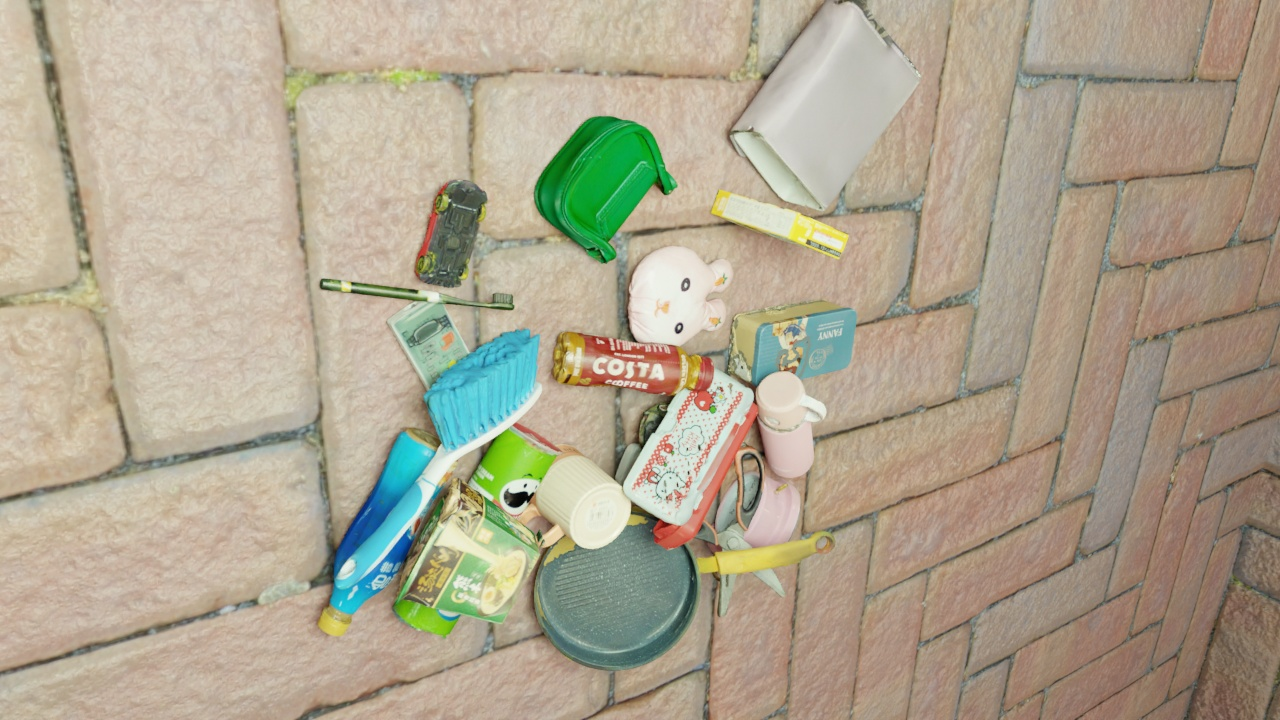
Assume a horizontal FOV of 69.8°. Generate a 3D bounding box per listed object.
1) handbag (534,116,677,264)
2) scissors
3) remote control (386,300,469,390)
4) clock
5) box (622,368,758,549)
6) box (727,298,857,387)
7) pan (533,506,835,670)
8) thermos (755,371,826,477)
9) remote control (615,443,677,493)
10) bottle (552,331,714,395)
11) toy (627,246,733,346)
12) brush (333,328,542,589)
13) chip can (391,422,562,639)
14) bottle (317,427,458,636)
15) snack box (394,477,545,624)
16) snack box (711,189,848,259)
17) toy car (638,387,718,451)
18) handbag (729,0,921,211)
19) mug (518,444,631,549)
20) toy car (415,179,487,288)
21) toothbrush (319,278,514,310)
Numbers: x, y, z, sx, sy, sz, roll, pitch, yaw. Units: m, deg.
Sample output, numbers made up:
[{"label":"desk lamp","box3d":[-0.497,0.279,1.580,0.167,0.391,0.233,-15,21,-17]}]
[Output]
[{"label":"handbag","box3d":[-0.032,-0.176,0.940,0.131,0.068,0.120,-53,130,-6]},{"label":"scissors","box3d":[0.110,0.206,1.133,0.222,0.015,0.189,40,89,-6]},{"label":"remote control","box3d":[-0.200,0.000,0.923,0.056,0.019,0.135,-36,125,-20]},{"label":"clock","box3d":[0.140,0.218,1.199,0.060,0.117,0.158,29,92,-19]},{"label":"box","box3d":[0.052,0.103,1.045,0.101,0.095,0.200,37,57,-7]},{"label":"box","box3d":[0.199,-0.025,1.175,0.184,0.062,0.090,-13,116,-30]},{"label":"pan","box3d":[0.051,0.251,1.084,0.357,0.078,0.198,-15,101,-7]},{"label":"thermos","box3d":[0.192,0.084,1.154,0.067,0.087,0.199,-64,158,-23]},{"label":"remote control","box3d":[0.028,0.138,1.144,0.135,0.020,0.056,15,100,-39]},{"label":"bottle","box3d":[-0.006,0.006,1.009,0.174,0.057,0.057,7,105,-18]},{"label":"toy","box3d":[0.050,-0.074,1.055,0.159,0.054,0.121,-10,115,-41]},{"label":"brush","box3d":[-0.184,0.078,0.863,0.313,0.061,0.109,-42,132,-51]},{"label":"chip can","box3d":[-0.175,0.179,0.982,0.072,0.072,0.236,32,89,-40]},{"label":"bottle","box3d":[-0.261,0.175,0.923,0.065,0.065,0.218,29,91,-40]},{"label":"snack box","box3d":[-0.164,0.194,0.896,0.105,0.118,0.117,29,90,-11]},{"label":"snack box","box3d":[0.155,-0.154,1.037,0.086,0.140,0.034,14,98,-38]},{"label":"toy car","box3d":[0.058,0.076,1.124,0.157,0.042,0.070,-14,113,-43]},{"label":"handbag","box3d":[0.205,-0.292,1.044,0.197,0.098,0.145,-54,131,-4]},{"label":"mug","box3d":[-0.082,0.160,1.018,0.114,0.106,0.082,-39,126,-18]},{"label":"toy car","box3d":[-0.181,-0.122,0.878,0.049,0.031,0.106,7,111,-39]},{"label":"toothbrush","box3d":[-0.209,-0.065,0.876,0.185,0.012,0.017,5,79,-26]}]
